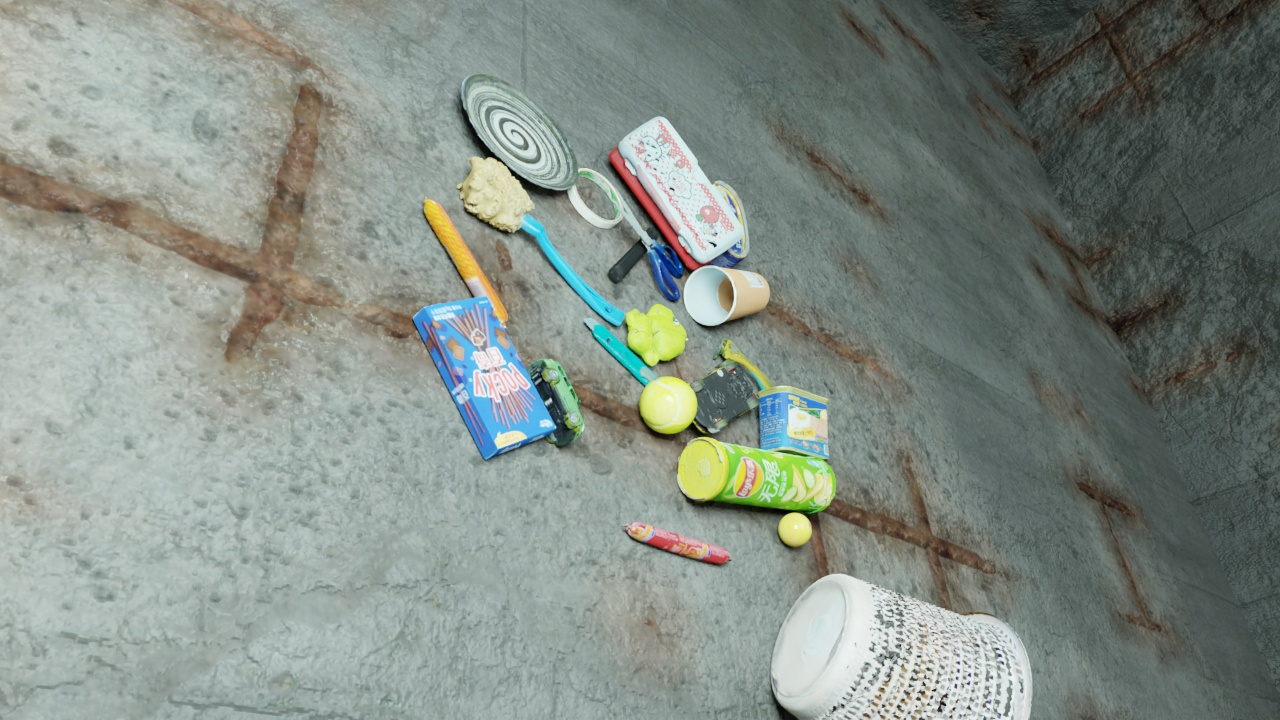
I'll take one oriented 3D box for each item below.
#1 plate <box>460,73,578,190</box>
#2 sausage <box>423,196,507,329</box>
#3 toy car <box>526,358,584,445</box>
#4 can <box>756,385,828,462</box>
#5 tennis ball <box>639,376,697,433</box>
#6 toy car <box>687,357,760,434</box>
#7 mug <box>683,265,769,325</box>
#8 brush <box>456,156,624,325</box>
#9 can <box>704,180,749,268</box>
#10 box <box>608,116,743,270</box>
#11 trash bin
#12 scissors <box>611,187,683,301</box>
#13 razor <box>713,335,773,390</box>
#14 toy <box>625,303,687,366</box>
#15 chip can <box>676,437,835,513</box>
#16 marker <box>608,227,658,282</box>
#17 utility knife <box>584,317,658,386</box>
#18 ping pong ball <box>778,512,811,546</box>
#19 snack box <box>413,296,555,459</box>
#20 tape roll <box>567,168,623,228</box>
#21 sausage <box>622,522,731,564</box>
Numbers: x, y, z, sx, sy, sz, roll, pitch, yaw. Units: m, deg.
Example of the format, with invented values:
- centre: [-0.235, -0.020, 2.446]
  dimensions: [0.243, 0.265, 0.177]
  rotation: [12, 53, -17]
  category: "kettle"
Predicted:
- centre: [-0.148, -0.273, 1.116]
  dimensions: [0.179, 0.024, 0.179]
  rotation: [33, 35, -28]
  category: "plate"
- centre: [-0.183, -0.102, 0.957]
  dimensions: [0.021, 0.022, 0.165]
  rotation: [-25, 82, -53]
  category: "sausage"
- centre: [-0.086, 0.042, 0.933]
  dimensions: [0.036, 0.043, 0.091]
  rotation: [-6, 67, -50]
  category: "toy car"
- centre: [0.198, 0.087, 1.188]
  dimensions: [0.102, 0.057, 0.083]
  rotation: [18, 65, -38]
  category: "can"
- centre: [0.031, 0.050, 1.036]
  dimensions: [0.065, 0.066, 0.065]
  rotation: [28, 44, -31]
  category: "tennis ball"
- centre: [0.094, 0.046, 1.128]
  dimensions: [0.071, 0.041, 0.155]
  rotation: [58, 35, 4]
  category: "toy car"
- centre: [0.123, -0.090, 1.244]
  dimensions: [0.122, 0.078, 0.078]
  rotation: [-10, 70, -55]
  category: "mug"
- centre: [-0.110, -0.131, 1.052]
  dimensions: [0.254, 0.046, 0.083]
  rotation: [45, 33, -18]
  category: "brush"
- centre: [0.115, -0.194, 1.333]
  dimensions: [0.074, 0.049, 0.148]
  rotation: [27, 45, -33]
  category: "can"
- centre: [0.054, -0.226, 1.233]
  dimensions: [0.201, 0.099, 0.095]
  rotation: [54, 19, 0]
  category: "box"
- centre: [0.254, 0.331, 0.961]
  dimensions: [0.192, 0.228, 0.226]
  rotation: [30, 42, -11]
  category: "trash bin"
- centre: [0.013, -0.155, 1.185]
  dimensions: [0.141, 0.012, 0.171]
  rotation: [-36, 106, -62]
  category: "scissors"
- centre: [0.150, 0.023, 1.223]
  dimensions: [0.132, 0.028, 0.043]
  rotation: [47, 34, -13]
  category: "razor"
- centre: [0.019, -0.031, 1.114]
  dimensions: [0.100, 0.031, 0.096]
  rotation: [22, 51, -38]
  category: "toy"
- centre: [0.144, 0.139, 1.085]
  dimensions: [0.221, 0.073, 0.072]
  rotation: [13, 53, -41]
  category: "chip can"
- centre: [-0.007, -0.137, 1.177]
  dimensions: [0.020, 0.022, 0.131]
  rotation: [16, 35, 15]
  category: "marker"
- centre: [-0.006, 0.006, 1.073]
  dimensions: [0.164, 0.013, 0.029]
  rotation: [44, 36, -14]
  category: "utility knife"
- centre: [0.186, 0.204, 1.107]
  dimensions: [0.040, 0.040, 0.040]
  rotation: [28, 44, -31]
  category: "ping pong ball"
- centre: [-0.151, 0.013, 0.897]
  dimensions: [0.084, 0.026, 0.157]
  rotation: [-18, 76, -53]
  category: "snack box"
- centre: [-0.058, -0.209, 1.184]
  dimensions: [0.085, 0.014, 0.085]
  rotation: [28, 44, -31]
  category: "tape roll"
- centre: [0.042, 0.195, 0.974]
  dimensions: [0.155, 0.020, 0.020]
  rotation: [24, 46, -34]
  category: "sausage"
